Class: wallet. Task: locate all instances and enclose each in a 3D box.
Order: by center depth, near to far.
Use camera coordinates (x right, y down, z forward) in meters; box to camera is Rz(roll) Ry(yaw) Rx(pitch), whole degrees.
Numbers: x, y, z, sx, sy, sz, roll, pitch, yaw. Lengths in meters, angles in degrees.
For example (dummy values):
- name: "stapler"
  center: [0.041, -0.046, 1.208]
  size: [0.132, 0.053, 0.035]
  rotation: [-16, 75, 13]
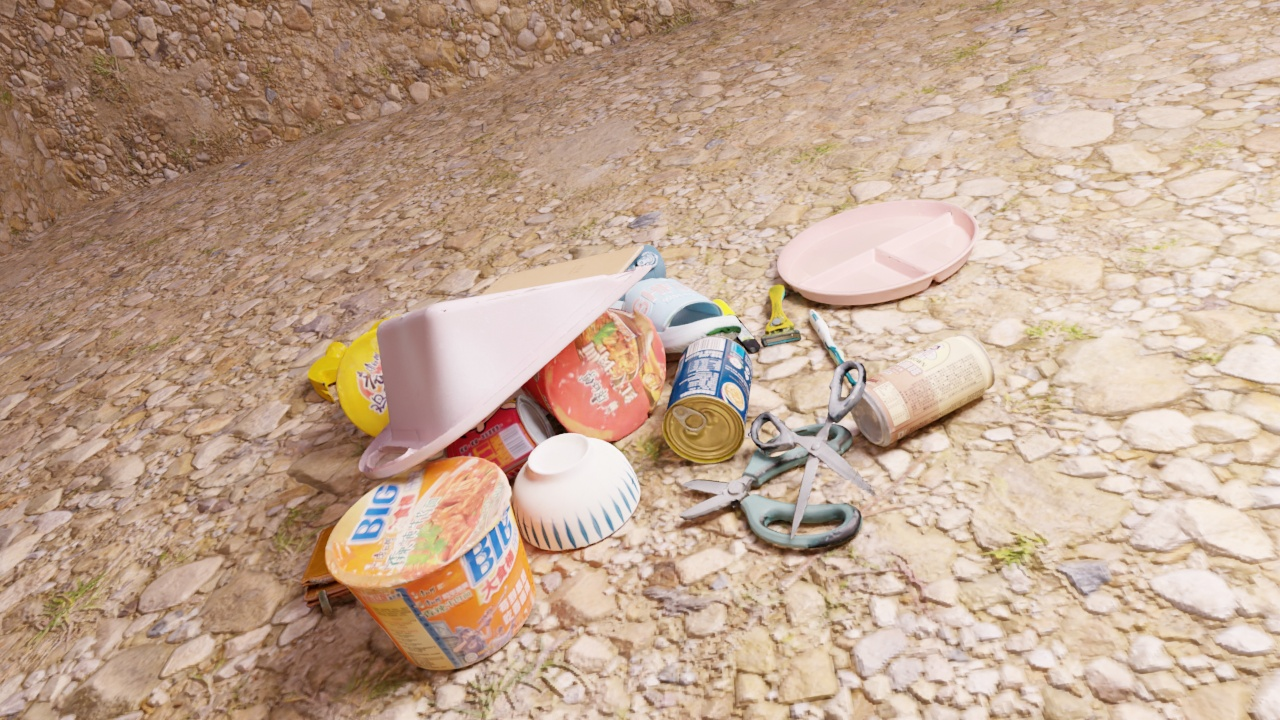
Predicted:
- name: "wallet"
  center: [-0.245, 0.175, 0.853]
  size: [0.131, 0.035, 0.119]
  rotation: [-18, 29, 4]

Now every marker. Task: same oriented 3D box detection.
- name: "marker"
  center: [0.107, -0.039, 1.037]
  size: [0.018, 0.015, 0.124]
  rotation: [-23, 32, -6]

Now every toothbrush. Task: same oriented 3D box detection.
- name: "toothbrush"
  center: [0.200, -0.008, 0.927]
  size: [0.018, 0.016, 0.191]
  rotation: [-9, 29, -2]

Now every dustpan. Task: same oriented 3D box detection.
- name: "dustpan"
  center: [-0.137, 0.010, 0.857]
  size: [0.272, 0.139, 0.223]
  rotation: [-13, 3, -29]

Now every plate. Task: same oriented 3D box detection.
- name: "plate"
  center: [0.275, -0.127, 1.074]
  size: [0.230, 0.028, 0.229]
  rotation: [-15, 29, 9]

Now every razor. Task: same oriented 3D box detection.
- name: "razor"
  center: [0.155, -0.059, 1.032]
  size: [0.043, 0.028, 0.132]
  rotation: [-14, 27, 15]

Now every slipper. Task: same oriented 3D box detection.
- name: "slipper"
  center: [0.015, -0.057, 1.034]
  size: [0.103, 0.074, 0.246]
  rotation: [-9, 14, -40]

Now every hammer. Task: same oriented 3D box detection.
- name: "hammer"
  center: [-0.302, -0.012, 1.213]
  size: [0.301, 0.033, 0.128]
  rotation: [-13, 30, 11]

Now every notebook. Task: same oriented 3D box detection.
- name: "notebook"
  center: [-0.113, -0.093, 1.129]
  size: [0.212, 0.012, 0.149]
  rotation: [-9, 24, 25]

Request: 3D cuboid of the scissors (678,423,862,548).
- name: "scissors"
  center: [0.121, 0.112, 0.763]
  size: [0.170, 0.019, 0.181]
  rotation: [-23, 30, -11]

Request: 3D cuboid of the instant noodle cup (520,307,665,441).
- name: "instant noodle cup"
  center: [-0.060, 0.008, 0.944]
  size: [0.137, 0.138, 0.109]
  rotation: [-33, 23, -24]

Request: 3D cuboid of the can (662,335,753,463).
- name: "can"
  center: [0.066, 0.034, 0.870]
  size: [0.075, 0.075, 0.111]
  rotation: [-9, 30, 17]

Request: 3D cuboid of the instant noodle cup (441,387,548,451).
- name: "instant noodle cup"
  center: [-0.173, 0.024, 0.989]
  size: [0.173, 0.138, 0.060]
  rotation: [-38, 11, -32]

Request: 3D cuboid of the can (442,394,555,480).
- name: "can"
  center: [-0.138, 0.084, 0.897]
  size: [0.094, 0.066, 0.066]
  rotation: [-31, 27, 12]

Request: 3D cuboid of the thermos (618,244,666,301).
- name: "thermos"
  center: [-0.072, -0.081, 1.161]
  size: [0.220, 0.070, 0.070]
  rotation: [-27, 30, -14]

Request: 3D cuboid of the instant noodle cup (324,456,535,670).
- name: "instant noodle cup"
  center: [-0.158, 0.166, 0.737]
  size: [0.151, 0.111, 0.151]
  rotation: [-14, 29, 8]

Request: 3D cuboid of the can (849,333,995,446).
- name: "can"
  center: [0.243, 0.025, 0.797]
  size: [0.116, 0.058, 0.058]
  rotation: [-25, 29, -12]

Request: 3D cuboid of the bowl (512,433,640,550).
- name: "bowl"
  center: [-0.064, 0.109, 0.828]
  size: [0.116, 0.066, 0.116]
  rotation: [-14, 29, 8]

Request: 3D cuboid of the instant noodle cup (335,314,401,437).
- name: "instant noodle cup"
  center: [-0.275, 0.012, 1.063]
  size: [0.138, 0.138, 0.109]
  rotation: [-21, 20, -3]

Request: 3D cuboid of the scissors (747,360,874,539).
- name: "scissors"
  center: [0.141, 0.070, 0.756]
  size: [0.160, 0.014, 0.180]
  rotation: [-11, 42, 51]
